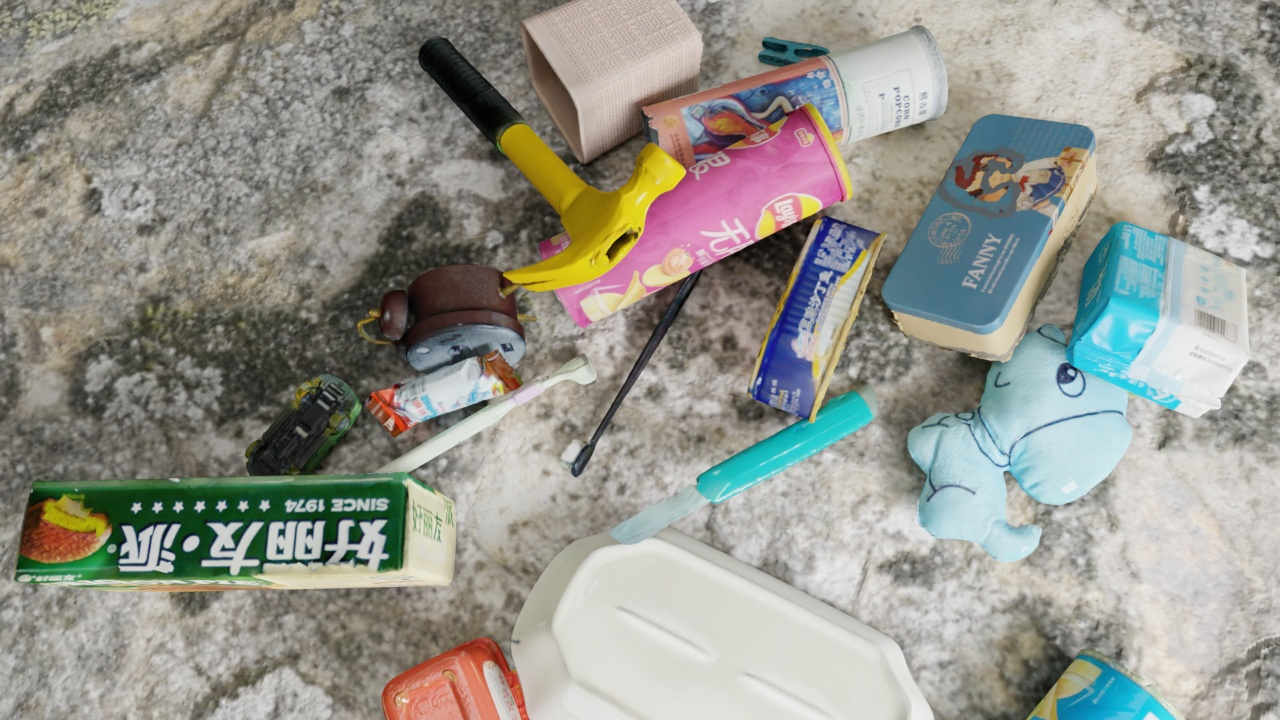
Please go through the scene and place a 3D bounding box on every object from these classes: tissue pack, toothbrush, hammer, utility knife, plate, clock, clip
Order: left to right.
[{"bbox_3d":[-0.136,-0.025,0.644,0.122,0.082,0.055,-9,67,0],"label":"clock"},{"bbox_3d":[-0.118,0.048,0.652,0.189,0.020,0.029,-29,42,-4],"label":"toothbrush"},{"bbox_3d":[-0.090,-0.157,0.653,0.129,0.032,0.300,-48,51,11],"label":"hammer"},{"bbox_3d":[-0.004,0.004,0.659,0.018,0.016,0.181,28,77,21],"label":"toothbrush"},{"bbox_3d":[0.051,0.190,0.556,0.266,0.034,0.161,26,55,13],"label":"plate"},{"bbox_3d":[0.075,0.069,0.614,0.215,0.013,0.029,-25,64,-17],"label":"utility knife"},{"bbox_3d":[0.122,-0.243,0.731,0.056,0.014,0.042,17,74,7],"label":"clip"},{"bbox_3d":[0.335,-0.029,0.600,0.090,0.063,0.139,25,44,12],"label":"tissue pack"}]

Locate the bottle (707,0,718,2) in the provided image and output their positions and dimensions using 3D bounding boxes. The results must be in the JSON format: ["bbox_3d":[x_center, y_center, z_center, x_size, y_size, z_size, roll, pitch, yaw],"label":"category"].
[{"bbox_3d":[-0.021,-0.341,0.748,0.197,0.068,0.068,14,74,13],"label":"bottle"}]

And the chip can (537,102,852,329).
[{"bbox_3d":[0.036,-0.098,0.639,0.211,0.071,0.071,-26,72,8],"label":"chip can"}]

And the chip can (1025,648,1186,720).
[{"bbox_3d":[0.221,0.269,0.529,0.071,0.071,0.210,42,79,15],"label":"chip can"}]

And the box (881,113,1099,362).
[{"bbox_3d":[0.240,-0.081,0.631,0.090,0.061,0.184,19,70,38],"label":"box"}]

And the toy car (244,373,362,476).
[{"bbox_3d":[-0.236,0.053,0.649,0.043,0.036,0.091,36,77,13],"label":"toy car"}]

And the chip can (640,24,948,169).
[{"bbox_3d":[0.111,-0.184,0.682,0.215,0.071,0.071,-16,72,-1],"label":"chip can"}]

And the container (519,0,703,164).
[{"bbox_3d":[-0.019,-0.225,0.698,0.111,0.090,0.090,-29,72,-9],"label":"container"}]

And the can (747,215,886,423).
[{"bbox_3d":[0.121,-0.031,0.628,0.049,0.075,0.148,21,68,13],"label":"can"}]

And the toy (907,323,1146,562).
[{"bbox_3d":[0.256,0.051,0.606,0.156,0.050,0.161,-4,67,6],"label":"toy"}]

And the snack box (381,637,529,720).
[{"bbox_3d":[-0.111,0.222,0.563,0.082,0.080,0.091,-25,72,-5],"label":"snack box"}]

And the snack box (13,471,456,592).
[{"bbox_3d":[-0.249,0.114,0.590,0.240,0.114,0.063,-2,73,4],"label":"snack box"}]

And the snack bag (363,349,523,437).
[{"bbox_3d":[-0.137,0.023,0.639,0.104,0.048,0.026,-17,49,11],"label":"snack bag"}]
